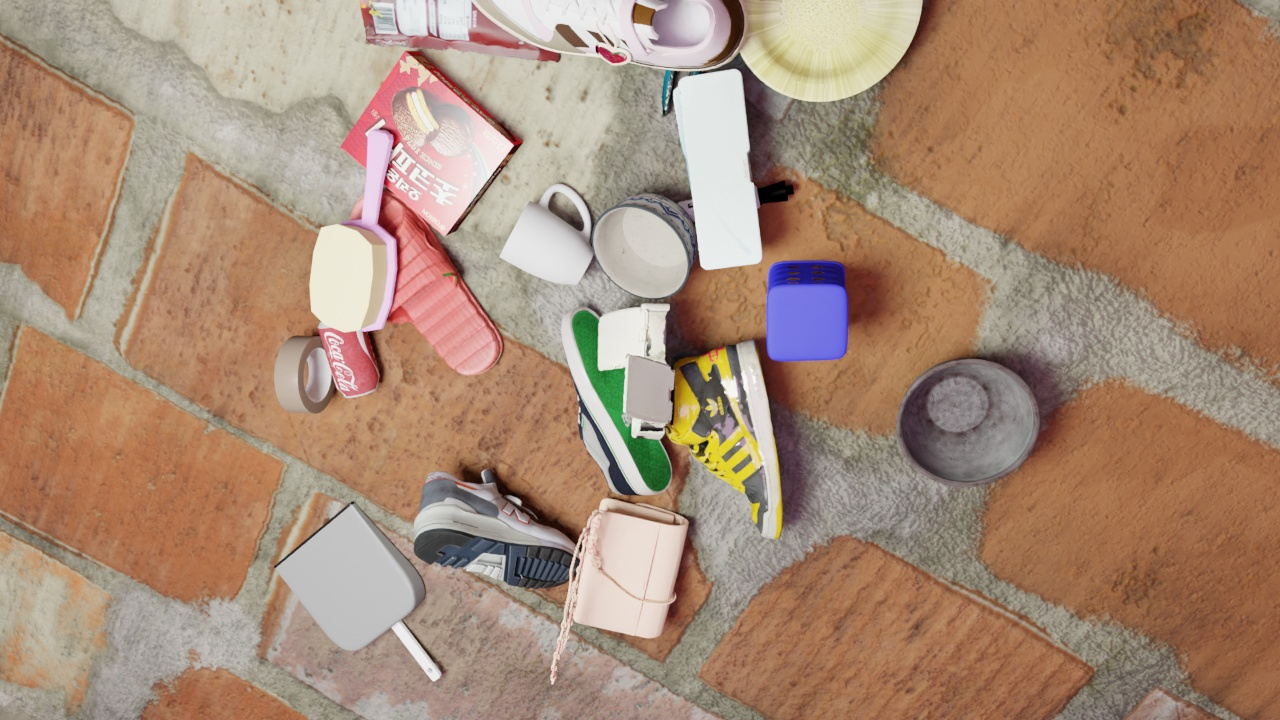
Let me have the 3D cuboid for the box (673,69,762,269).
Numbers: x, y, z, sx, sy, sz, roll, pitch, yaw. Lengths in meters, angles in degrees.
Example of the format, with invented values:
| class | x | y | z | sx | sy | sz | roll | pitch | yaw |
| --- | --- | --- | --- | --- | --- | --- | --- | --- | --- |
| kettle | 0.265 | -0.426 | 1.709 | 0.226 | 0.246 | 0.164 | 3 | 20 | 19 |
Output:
| class | x | y | z | sx | sy | sz | roll | pitch | yaw |
| --- | --- | --- | --- | --- | --- | --- | --- | --- | --- |
| box | 0.082 | -0.194 | 0.945 | 0.085 | 0.073 | 0.199 | -12 | 98 | -24 |

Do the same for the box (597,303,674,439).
| class | x | y | z | sx | sy | sz | roll | pitch | yaw |
| --- | --- | --- | --- | --- | --- | --- | --- | --- | --- |
| box | -0.006 | 0.005 | 0.966 | 0.081 | 0.182 | 0.143 | 2 | 79 | -3 |

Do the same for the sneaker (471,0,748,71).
| class | x | y | z | sx | sy | sz | roll | pitch | yaw |
| --- | --- | --- | --- | --- | --- | --- | --- | --- | --- |
| sneaker | -0.046 | -0.342 | 0.882 | 0.294 | 0.116 | 0.112 | 19 | 110 | 5 |

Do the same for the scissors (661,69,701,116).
| class | x | y | z | sx | sy | sz | roll | pitch | yaw |
| --- | --- | --- | --- | --- | --- | --- | --- | --- | --- |
| scissors | 0.042 | -0.327 | 0.959 | 0.135 | 0.019 | 0.130 | -33 | 99 | 16 |

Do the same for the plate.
| class | x | y | z | sx | sy | sz | roll | pitch | yaw |
| --- | --- | --- | --- | --- | --- | --- | --- | --- | --- |
| plate | 0.183 | -0.355 | 0.915 | 0.184 | 0.036 | 0.184 | 3 | 108 | 10 |

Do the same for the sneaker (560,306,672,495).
| class | x | y | z | sx | sy | sz | roll | pitch | yaw |
| --- | --- | --- | --- | --- | --- | --- | --- | --- | --- |
| sneaker | -0.047 | 0.054 | 1.070 | 0.079 | 0.084 | 0.235 | -16 | 102 | 39 |

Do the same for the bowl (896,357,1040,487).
| class | x | y | z | sx | sy | sz | roll | pitch | yaw |
| --- | --- | --- | --- | --- | --- | --- | --- | --- | --- |
| bowl | 0.351 | 0.059 | 1.001 | 0.145 | 0.067 | 0.145 | 3 | 108 | 9 |

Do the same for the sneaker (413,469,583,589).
| class | x | y | z | sx | sy | sz | roll | pitch | yaw |
| --- | --- | --- | --- | --- | --- | --- | --- | --- | --- |
| sneaker | -0.174 | 0.196 | 1.124 | 0.239 | 0.124 | 0.089 | 25 | 122 | -41 |

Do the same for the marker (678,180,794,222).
| class | x | y | z | sx | sy | sz | roll | pitch | yaw |
| --- | --- | --- | --- | --- | --- | --- | --- | --- | --- |
| marker | 0.103 | -0.172 | 0.994 | 0.126 | 0.025 | 0.025 | -10 | 105 | 13 |

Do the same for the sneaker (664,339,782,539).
| class | x | y | z | sx | sy | sz | roll | pitch | yaw |
| --- | --- | --- | --- | --- | --- | --- | --- | --- | --- |
| sneaker | 0.093 | 0.100 | 1.049 | 0.122 | 0.086 | 0.238 | -8 | 102 | 6 |

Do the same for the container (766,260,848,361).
| class | x | y | z | sx | sy | sz | roll | pitch | yaw |
| --- | --- | --- | --- | --- | --- | --- | --- | --- | --- |
| container | 0.176 | -0.054 | 0.972 | 0.085 | 0.113 | 0.084 | -1 | 107 | 10 |

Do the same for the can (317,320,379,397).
| class | x | y | z | sx | sy | sz | roll | pitch | yaw |
| --- | --- | --- | --- | --- | --- | --- | --- | --- | --- |
| can | -0.352 | -0.007 | 1.113 | 0.054 | 0.054 | 0.096 | -8 | 106 | 12 |

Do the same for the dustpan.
| class | x | y | z | sx | sy | sz | roll | pitch | yaw |
| --- | --- | --- | --- | --- | --- | --- | --- | --- | --- |
| dustpan | -0.357 | 0.332 | 1.237 | 0.163 | 0.033 | 0.257 | -38 | 89 | 19 |

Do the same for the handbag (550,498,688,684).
| class | x | y | z | sx | sy | sz | roll | pitch | yaw |
| --- | --- | --- | --- | --- | --- | --- | --- | --- | --- |
| handbag | -0.020 | 0.277 | 1.072 | 0.116 | 0.187 | 0.199 | 14 | 103 | 5 |

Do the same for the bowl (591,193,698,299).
| class | x | y | z | sx | sy | sz | roll | pitch | yaw |
| --- | --- | --- | --- | --- | --- | --- | --- | --- | --- |
| bowl | 0.012 | -0.130 | 0.994 | 0.115 | 0.059 | 0.116 | 17 | 134 | 19 |

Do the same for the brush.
| class | x | y | z | sx | sy | sz | roll | pitch | yaw |
| --- | --- | --- | --- | --- | --- | --- | --- | --- | --- |
| brush | -0.313 | -0.142 | 1.022 | 0.089 | 0.043 | 0.229 | 20 | 109 | 19 |

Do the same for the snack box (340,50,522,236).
| class | x | y | z | sx | sy | sz | roll | pitch | yaw |
| --- | --- | --- | --- | --- | --- | --- | --- | --- | --- |
| snack box | -0.234 | -0.241 | 1.026 | 0.152 | 0.035 | 0.133 | 41 | 110 | -4 |

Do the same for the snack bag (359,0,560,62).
| class | x | y | z | sx | sy | sz | roll | pitch | yaw |
| --- | --- | --- | --- | --- | --- | --- | --- | --- | --- |
| snack bag | -0.187 | -0.388 | 0.958 | 0.208 | 0.066 | 0.139 | 3 | 107 | 3 |

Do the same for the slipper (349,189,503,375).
| class | x | y | z | sx | sy | sz | roll | pitch | yaw |
| --- | --- | --- | --- | --- | --- | --- | --- | --- | --- |
| slipper | -0.258 | -0.082 | 1.070 | 0.104 | 0.059 | 0.249 | -31 | 101 | 17 |

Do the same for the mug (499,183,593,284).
| class | x | y | z | sx | sy | sz | roll | pitch | yaw |
| --- | --- | --- | --- | --- | --- | --- | --- | --- | --- |
| mug | -0.092 | -0.140 | 1.024 | 0.089 | 0.071 | 0.107 | 28 | 82 | -9 |

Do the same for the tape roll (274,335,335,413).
| class | x | y | z | sx | sy | sz | roll | pitch | yaw |
| --- | --- | --- | --- | --- | --- | --- | --- | --- | --- |
| tape roll | -0.403 | 0.017 | 1.108 | 0.030 | 0.093 | 0.094 | 3 | 108 | 9 |
